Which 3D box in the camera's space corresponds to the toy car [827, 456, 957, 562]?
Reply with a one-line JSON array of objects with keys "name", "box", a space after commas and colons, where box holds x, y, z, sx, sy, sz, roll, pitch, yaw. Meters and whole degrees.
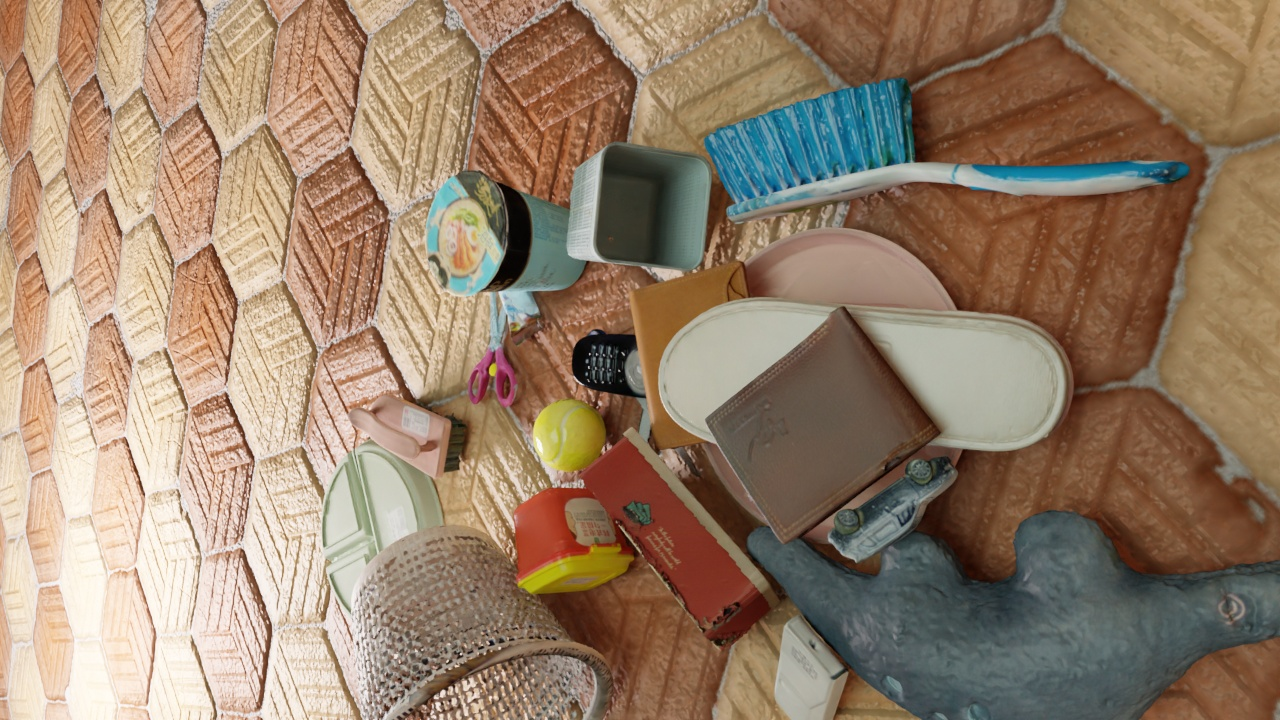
[{"name": "toy car", "box": [0.158, 0.092, 0.571, 0.091, 0.043, 0.034, -40, 64, 15]}]

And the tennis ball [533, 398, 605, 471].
[{"name": "tennis ball", "box": [-0.064, 0.067, 0.822, 0.066, 0.065, 0.065, -1, 88, 41]}]

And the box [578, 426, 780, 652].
[{"name": "box", "box": [0.023, 0.144, 0.713, 0.076, 0.091, 0.168, -39, 61, -5]}]

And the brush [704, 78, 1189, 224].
[{"name": "brush", "box": [0.185, -0.141, 0.622, 0.315, 0.060, 0.109, -8, 89, 39]}]

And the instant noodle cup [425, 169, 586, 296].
[{"name": "instant noodle cup", "box": [-0.115, -0.107, 0.834, 0.111, 0.120, 0.111, -2, 87, 40]}]

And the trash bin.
[{"name": "trash bin", "box": [-0.165, 0.265, 0.829, 0.192, 0.227, 0.228, 51, 121, 44]}]

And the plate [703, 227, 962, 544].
[{"name": "plate", "box": [0.136, 0.018, 0.675, 0.230, 0.028, 0.229, -2, 88, 42]}]

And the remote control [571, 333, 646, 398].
[{"name": "remote control", "box": [-0.005, 0.005, 0.781, 0.137, 0.024, 0.053, 6, 93, 41]}]

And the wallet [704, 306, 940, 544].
[{"name": "wallet", "box": [0.111, 0.042, 0.583, 0.125, 0.032, 0.101, -42, 71, 22]}]

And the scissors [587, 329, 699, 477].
[{"name": "scissors", "box": [0.008, 0.024, 0.797, 0.176, 0.012, 0.163, 47, 119, 29]}]

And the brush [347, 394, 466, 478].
[{"name": "brush", "box": [-0.253, 0.075, 0.983, 0.146, 0.073, 0.063, 18, 102, 42]}]

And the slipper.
[{"name": "slipper", "box": [0.139, 0.013, 0.615, 0.275, 0.054, 0.114, -1, 92, 30]}]

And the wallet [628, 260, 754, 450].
[{"name": "wallet", "box": [0.046, -0.002, 0.707, 0.108, 0.031, 0.131, -13, 84, 33]}]

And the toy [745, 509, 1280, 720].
[{"name": "toy", "box": [0.222, 0.163, 0.557, 0.357, 0.091, 0.137, -9, 73, 35]}]

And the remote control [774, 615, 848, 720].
[{"name": "remote control", "box": [0.117, 0.226, 0.645, 0.049, 0.024, 0.125, 45, 155, 33]}]

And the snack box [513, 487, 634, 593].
[{"name": "snack box", "box": [-0.062, 0.156, 0.806, 0.082, 0.091, 0.080, -34, 61, 35]}]

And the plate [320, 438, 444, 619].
[{"name": "plate", "box": [-0.304, 0.203, 1.055, 0.231, 0.027, 0.230, 0, 90, 41]}]

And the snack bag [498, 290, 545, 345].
[{"name": "snack bag", "box": [-0.126, -0.069, 0.903, 0.048, 0.026, 0.104, -30, 70, 30]}]

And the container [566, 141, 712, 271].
[{"name": "container", "box": [-0.007, -0.120, 0.742, 0.111, 0.090, 0.090, -164, 79, -71]}]

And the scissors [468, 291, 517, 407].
[{"name": "scissors", "box": [-0.154, -0.016, 0.937, 0.094, 0.017, 0.137, -17, 74, 41]}]
